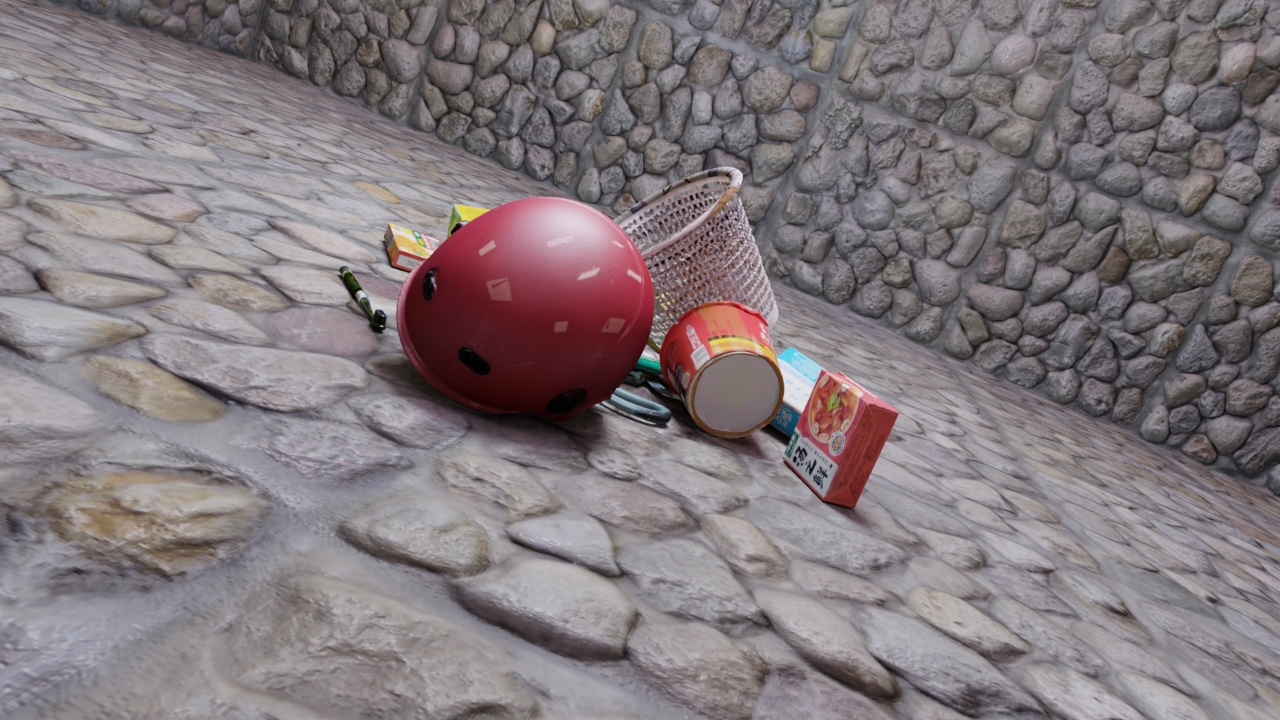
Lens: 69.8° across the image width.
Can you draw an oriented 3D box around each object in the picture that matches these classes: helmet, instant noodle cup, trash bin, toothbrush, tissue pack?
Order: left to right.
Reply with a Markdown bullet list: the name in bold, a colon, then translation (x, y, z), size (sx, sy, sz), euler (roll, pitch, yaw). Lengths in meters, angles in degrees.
- **toothbrush**: translation (-0.292, -0.070, 0.962), size (0.012, 0.017, 0.186), euler (6, 19, -31)
- **helmet**: translation (-0.086, -0.061, 0.829), size (0.239, 0.144, 0.207), euler (-17, 71, -48)
- **trash bin**: translation (0.065, -0.100, 1.141), size (0.192, 0.227, 0.227), euler (57, -1, -22)
- **instant noodle cup**: translation (0.095, 0.016, 1.034), size (0.138, 0.138, 0.108), euler (19, 22, -15)
- **tissue pack**: translation (0.198, 0.049, 1.133), size (0.140, 0.063, 0.089), euler (35, 51, 29)

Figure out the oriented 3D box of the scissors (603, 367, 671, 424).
- **scissors**: translation (-0.026, 0.029, 1.010), size (0.179, 0.019, 0.170), euler (33, 15, 36)

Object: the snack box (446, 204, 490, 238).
- **snack box**: translation (-0.166, -0.136, 1.239), size (0.157, 0.070, 0.210), euler (5, 26, -26)

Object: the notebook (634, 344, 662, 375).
- **notebook**: translation (-0.059, -0.024, 1.126), size (0.209, 0.012, 0.150), euler (15, 13, -31)

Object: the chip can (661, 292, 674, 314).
- **chip can**: translation (0.029, -0.073, 1.406), size (0.213, 0.072, 0.072), euler (18, 13, -20)

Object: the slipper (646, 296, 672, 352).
- **slipper**: translation (-0.026, -0.079, 1.281), size (0.190, 0.082, 0.091), euler (50, 35, -29)

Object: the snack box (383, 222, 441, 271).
- **snack box**: translation (-0.303, -0.147, 1.245), size (0.077, 0.027, 0.156), euler (18, 13, -25)

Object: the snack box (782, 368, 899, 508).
- **snack box**: translation (0.205, 0.077, 0.981), size (0.044, 0.113, 0.127), euler (16, 13, -22)

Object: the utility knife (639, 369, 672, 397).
- **utility knife**: translation (-0.007, 0.007, 1.154), size (0.031, 0.022, 0.213), euler (12, 20, -25)
